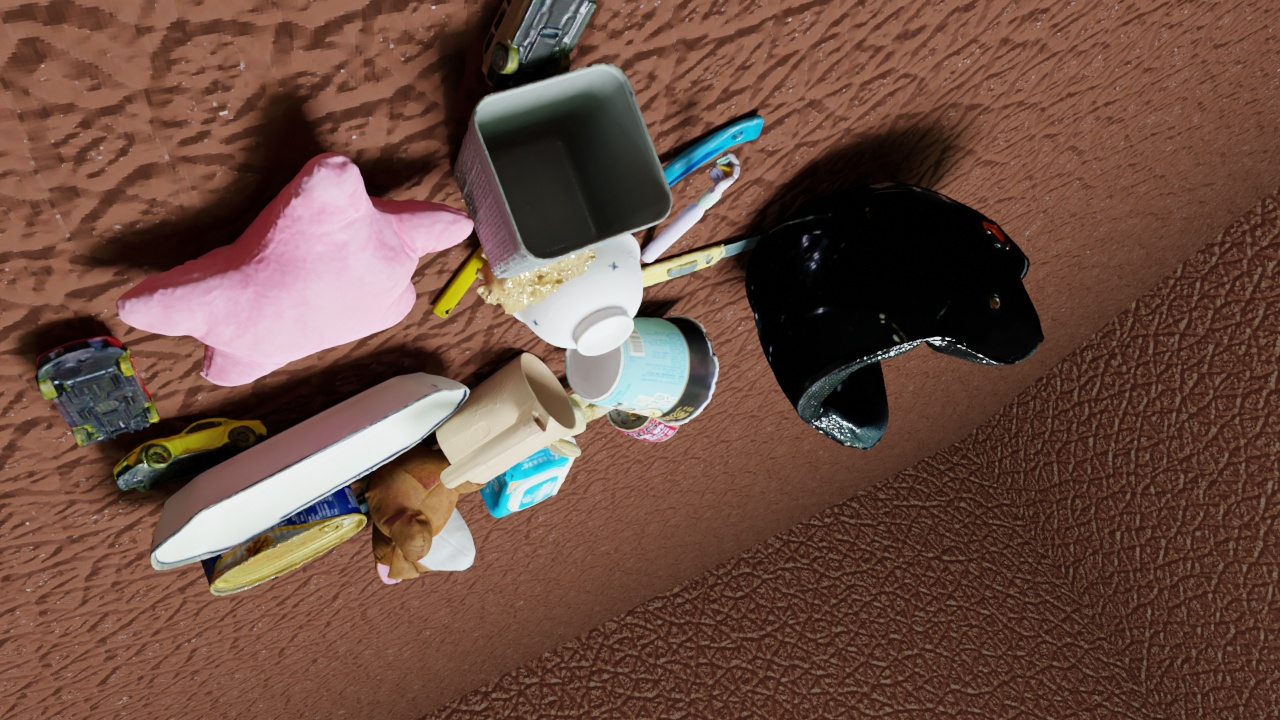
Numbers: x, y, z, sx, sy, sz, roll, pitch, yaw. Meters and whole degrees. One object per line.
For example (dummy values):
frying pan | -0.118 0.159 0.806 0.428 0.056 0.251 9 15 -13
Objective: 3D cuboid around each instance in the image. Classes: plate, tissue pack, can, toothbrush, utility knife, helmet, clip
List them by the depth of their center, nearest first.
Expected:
toothbrush | -0.092 -0.090 0.642 0.015 0.016 0.191 -6 148 -52
toothbrush | 0.032 -0.109 0.703 0.021 0.029 0.189 20 162 -12
plate | -0.259 0.078 0.725 0.265 0.034 0.162 -30 172 -27
utility knife | 0.038 -0.089 0.838 0.206 0.021 0.031 -24 159 -28
can | -0.333 0.161 0.853 0.148 0.049 0.075 -26 160 -11
helmet | 0.234 -0.058 0.872 0.273 0.230 0.234 -28 171 -36
clip | -0.298 0.153 0.933 0.057 0.033 0.025 -26 163 -32
tissue pack | -0.127 0.120 1.024 0.089 0.063 0.140 -20 157 -27
can | 0.003 0.057 1.050 0.066 0.066 0.093 -35 160 11

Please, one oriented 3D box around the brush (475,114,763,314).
brush | -0.012 -0.112 0.662 0.254 0.046 0.083 -35 166 -16

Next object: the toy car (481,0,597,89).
toy car | -0.050 -0.178 0.468 0.042 0.035 0.091 -12 153 -44

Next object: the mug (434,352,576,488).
mug | -0.125 0.061 0.827 0.104 0.084 0.124 -33 -164 12

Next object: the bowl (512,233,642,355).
bowl | -0.041 -0.043 0.740 0.118 0.064 0.118 -23 154 -12

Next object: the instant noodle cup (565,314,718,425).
instant noodle cup | -0.005 0.005 0.879 0.120 0.111 0.111 6 140 -46

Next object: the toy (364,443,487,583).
toy | -0.217 0.162 0.932 0.139 0.130 0.200 -48 179 -33

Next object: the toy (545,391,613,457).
toy | -0.080 0.050 0.941 0.157 0.066 0.105 -29 138 -19

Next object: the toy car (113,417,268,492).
toy car | -0.322 0.064 0.658 0.105 0.032 0.048 -16 163 -46

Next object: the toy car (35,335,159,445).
toy car | -0.324 0.016 0.548 0.049 0.031 0.106 -22 159 -24

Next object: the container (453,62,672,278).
container | -0.053 -0.101 0.529 0.090 0.090 0.114 -22 -176 -20

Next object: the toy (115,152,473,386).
toy | -0.193 -0.042 0.538 0.195 0.074 0.178 -32 163 14
